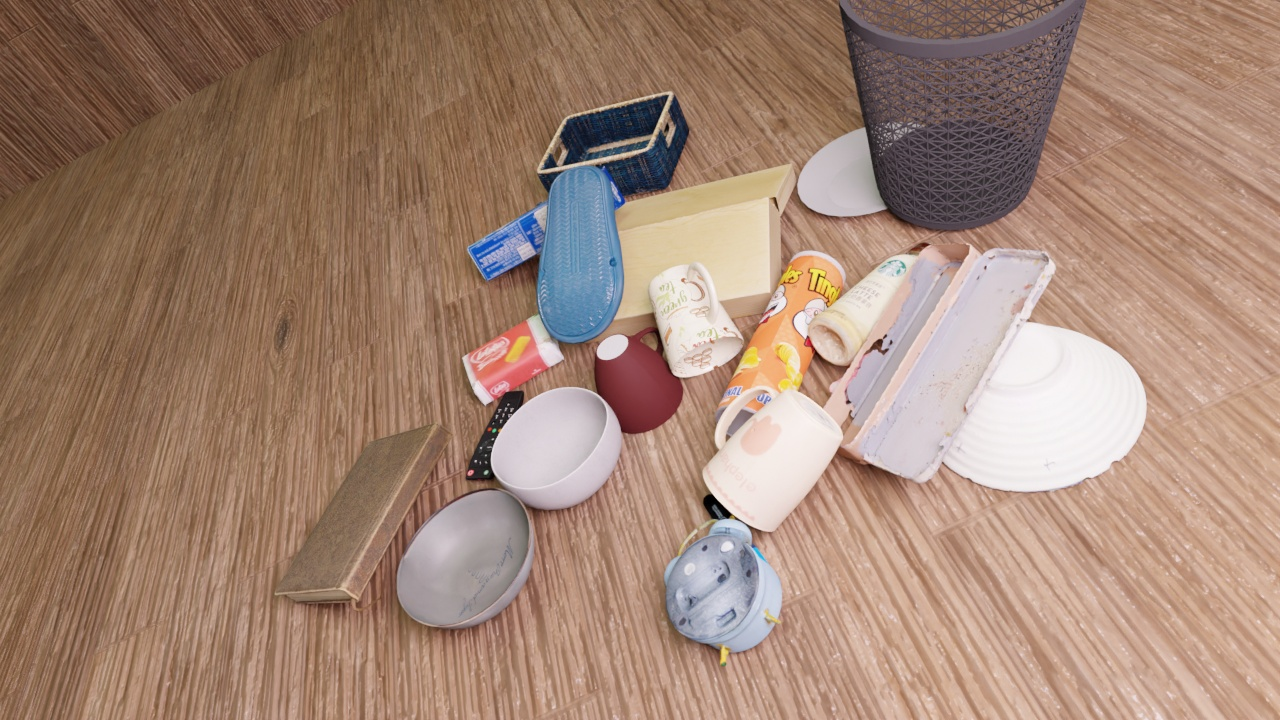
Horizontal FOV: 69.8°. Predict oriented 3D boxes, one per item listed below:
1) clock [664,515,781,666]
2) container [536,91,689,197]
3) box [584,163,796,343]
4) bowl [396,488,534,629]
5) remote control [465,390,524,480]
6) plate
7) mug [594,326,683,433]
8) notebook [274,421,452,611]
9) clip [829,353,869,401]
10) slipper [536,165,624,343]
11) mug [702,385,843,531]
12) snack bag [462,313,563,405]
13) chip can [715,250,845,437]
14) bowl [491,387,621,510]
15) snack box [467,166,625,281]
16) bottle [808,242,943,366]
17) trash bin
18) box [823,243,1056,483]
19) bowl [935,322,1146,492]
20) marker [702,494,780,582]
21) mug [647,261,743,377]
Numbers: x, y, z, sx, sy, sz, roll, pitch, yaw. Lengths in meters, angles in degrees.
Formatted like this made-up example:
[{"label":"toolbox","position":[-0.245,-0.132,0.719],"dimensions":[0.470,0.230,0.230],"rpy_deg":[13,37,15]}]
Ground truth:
[{"label":"clock","position":[0.065,0.182,0.755],"dimensions":[0.089,0.051,0.124],"rpy_deg":[-42,39,11]},{"label":"container","position":[-0.037,-0.299,1.315],"dimensions":[0.188,0.071,0.145],"rpy_deg":[-5,46,28]},{"label":"box","position":[0.051,-0.142,1.101],"dimensions":[0.248,0.097,0.260],"rpy_deg":[-8,38,23]},{"label":"bowl","position":[-0.157,0.199,0.883],"dimensions":[0.151,0.057,0.150],"rpy_deg":[-18,42,17]},{"label":"remote control","position":[-0.162,0.084,1.042],"dimensions":[0.039,0.010,0.124],"rpy_deg":[-6,46,27]},{"label":"plate","position":[0.273,-0.220,1.083],"dimensions":[0.173,0.019,0.172],"rpy_deg":[-17,41,16]},{"label":"mug","position":[-0.006,0.006,0.966],"dimensions":[0.087,0.088,0.113],"rpy_deg":[4,51,35]},{"label":"notebook","position":[-0.284,0.164,0.981],"dimensions":[0.191,0.034,0.214],"rpy_deg":[-15,40,43]},{"label":"clip","position":[0.208,0.021,0.875],"dimensions":[0.058,0.035,0.022],"rpy_deg":[-34,43,4]},{"label":"slipper","position":[-0.063,-0.123,1.060],"dimensions":[0.104,0.059,0.213],"rpy_deg":[-4,77,19]},{"label":"mug","position":[0.110,0.073,0.796],"dimensions":[0.104,0.085,0.111],"rpy_deg":[-51,45,17]},{"label":"snack bag","position":[-0.155,-0.003,1.108],"dimensions":[0.116,0.036,0.077],"rpy_deg":[-30,40,0]},{"label":"chip can","position":[0.143,-0.015,0.916],"dimensions":[0.062,0.062,0.209],"rpy_deg":[5,51,35]},{"label":"bowl","position":[-0.079,0.096,0.935],"dimensions":[0.132,0.064,0.131],"rpy_deg":[-17,41,16]},{"label":"snack box","position":[-0.127,-0.176,1.203],"dimensions":[0.227,0.059,0.059],"rpy_deg":[-22,13,35]},{"label":"bottle","position":[0.237,-0.060,0.900],"dimensions":[0.161,0.056,0.056],"rpy_deg":[-37,39,-24]},{"label":"trash bin","position":[0.315,-0.275,0.914],"dimensions":[0.217,0.243,0.216],"rpy_deg":[-9,51,10]},{"label":"box","position":[0.244,-0.005,0.783],"dimensions":[0.216,0.043,0.149],"rpy_deg":[-57,15,-6]},{"label":"bowl","position":[0.320,0.018,0.766],"dimensions":[0.177,0.071,0.177],"rpy_deg":[-18,41,16]},{"label":"marker","position":[0.086,0.158,0.807],"dimensions":[0.018,0.015,0.123],"rpy_deg":[-37,40,-1]},{"label":"mug","position":[0.054,-0.054,0.943],"dimensions":[0.081,0.122,0.097],"rpy_deg":[-16,67,-16]}]
